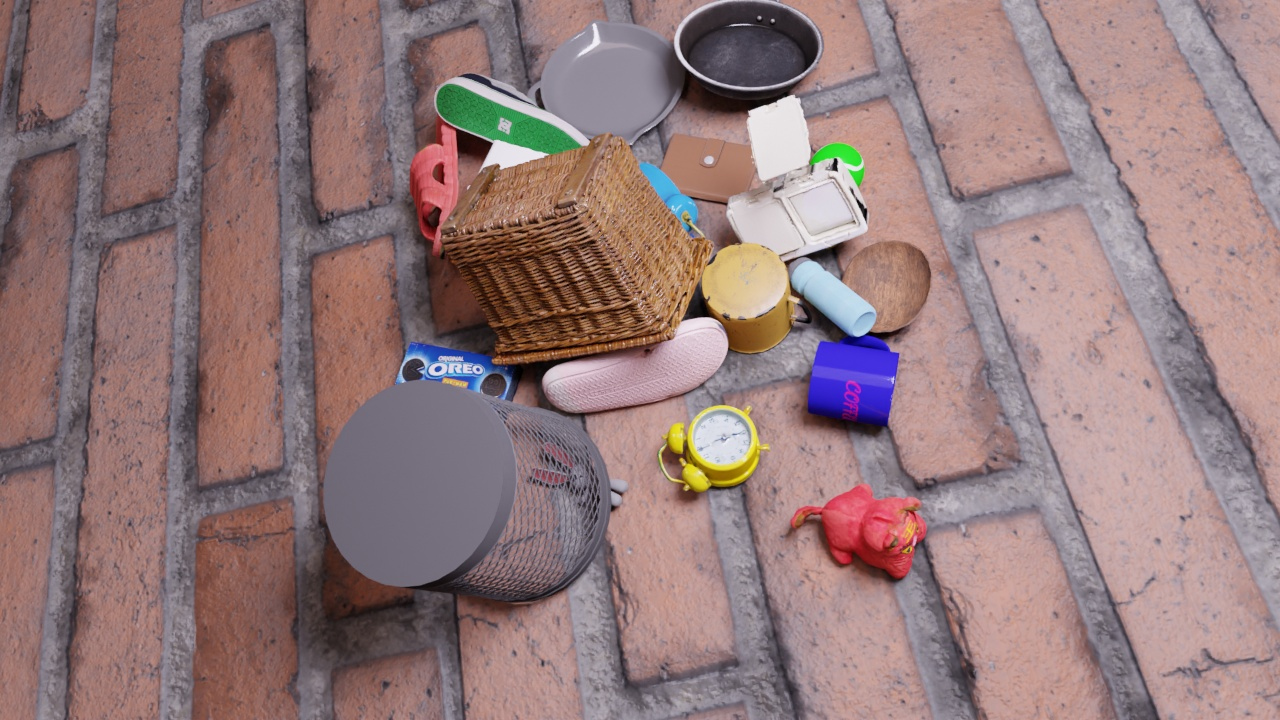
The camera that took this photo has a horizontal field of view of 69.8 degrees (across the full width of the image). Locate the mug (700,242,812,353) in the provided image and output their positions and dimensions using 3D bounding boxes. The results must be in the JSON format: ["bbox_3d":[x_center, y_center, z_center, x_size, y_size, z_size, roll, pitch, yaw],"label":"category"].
[{"bbox_3d":[0.133,-0.069,1.037,0.124,0.094,0.100,15,72,18],"label":"mug"}]

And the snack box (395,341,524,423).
[{"bbox_3d":[-0.224,0.028,1.117,0.150,0.027,0.082,9,71,16],"label":"snack box"}]

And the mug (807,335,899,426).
[{"bbox_3d":[0.234,0.014,0.996,0.083,0.079,0.111,10,47,16],"label":"mug"}]

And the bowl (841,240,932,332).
[{"bbox_3d":[0.281,-0.080,1.042,0.102,0.026,0.114,6,72,30],"label":"bowl"}]

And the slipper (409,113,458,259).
[{"bbox_3d":[-0.271,-0.238,1.193,0.059,0.104,0.248,3,58,-16],"label":"slipper"}]

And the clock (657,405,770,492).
[{"bbox_3d":[0.077,0.098,1.002,0.118,0.057,0.083,-21,65,-3],"label":"clock"}]

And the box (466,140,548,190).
[{"bbox_3d":[-0.168,-0.188,1.148,0.121,0.109,0.136,19,73,20],"label":"box"}]

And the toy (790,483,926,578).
[{"bbox_3d":[0.220,0.159,0.926,0.133,0.094,0.088,11,71,19],"label":"toy"}]

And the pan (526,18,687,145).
[{"bbox_3d":[0.023,-0.385,1.229,0.354,0.024,0.216,-15,66,1],"label":"pan"}]

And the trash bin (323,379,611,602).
[{"bbox_3d":[-0.171,0.135,0.931,0.218,0.227,0.217,-5,75,18],"label":"trash bin"}]

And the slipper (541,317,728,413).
[{"bbox_3d":[-0.006,0.006,1.041,0.222,0.107,0.055,-18,49,12],"label":"slipper"}]

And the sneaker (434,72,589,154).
[{"bbox_3d":[-0.144,-0.305,1.190,0.235,0.084,0.078,28,40,-1],"label":"sneaker"}]

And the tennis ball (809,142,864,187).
[{"bbox_3d":[0.234,-0.226,1.093,0.065,0.065,0.065,-5,67,11],"label":"tennis ball"}]

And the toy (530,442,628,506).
[{"bbox_3d":[-0.067,0.132,1.038,0.112,0.030,0.049,20,79,21],"label":"toy"}]

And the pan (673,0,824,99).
[{"bbox_3d":[0.168,-0.463,1.204,0.187,0.055,0.355,18,58,13],"label":"pan"}]

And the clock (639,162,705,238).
[{"bbox_3d":[0.019,-0.169,1.096,0.060,0.117,0.161,-40,66,-18],"label":"clock"}]

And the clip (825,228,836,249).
[{"bbox_3d":[0.211,-0.158,1.099,0.049,0.044,0.054,-29,57,47],"label":"clip"}]

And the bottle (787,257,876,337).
[{"bbox_3d":[0.210,-0.076,1.038,0.040,0.040,0.130,-38,48,-4],"label":"bottle"}]

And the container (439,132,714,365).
[{"bbox_3d":[-0.083,-0.122,1.001,0.251,0.183,0.161,-8,41,33],"label":"container"}]

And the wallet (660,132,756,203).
[{"bbox_3d":[0.085,-0.244,1.163,0.121,0.013,0.087,14,72,18],"label":"wallet"}]

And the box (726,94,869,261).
[{"bbox_3d":[0.151,-0.180,1.007,0.144,0.186,0.070,-18,38,31],"label":"box"}]
